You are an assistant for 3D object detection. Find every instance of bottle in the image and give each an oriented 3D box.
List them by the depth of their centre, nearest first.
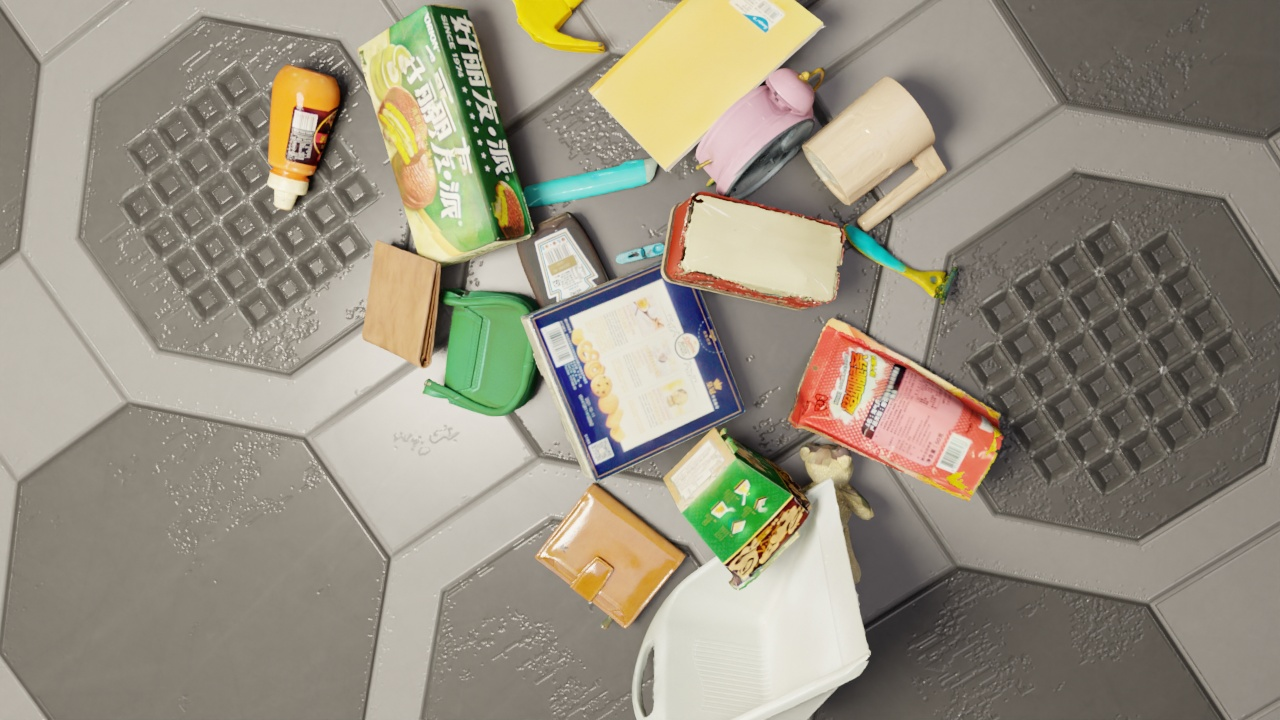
[{"bbox_3d":[-0.363,-0.232,0.971,0.067,0.066,0.149,18,103,2],"label":"bottle"},{"bbox_3d":[-0.063,-0.057,0.976,0.080,0.044,0.195,-24,95,1],"label":"bottle"}]

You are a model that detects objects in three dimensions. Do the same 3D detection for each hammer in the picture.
[{"bbox_3d":[-0.003,-0.435,0.941,0.301,0.033,0.129,-39,92,6],"label":"hammer"}]

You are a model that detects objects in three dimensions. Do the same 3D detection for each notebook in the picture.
[{"bbox_3d":[0.061,-0.304,0.927,0.206,0.010,0.146,-43,62,6],"label":"notebook"}]

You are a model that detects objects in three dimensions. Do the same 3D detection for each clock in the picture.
[{"bbox_3d":[0.125,-0.230,0.914,0.158,0.117,0.060,-40,81,7],"label":"clock"}]

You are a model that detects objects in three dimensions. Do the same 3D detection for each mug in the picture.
[{"bbox_3d":[0.240,-0.206,0.932,0.103,0.084,0.124,-38,119,7],"label":"mug"}]

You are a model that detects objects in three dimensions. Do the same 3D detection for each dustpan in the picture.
[{"bbox_3d":[0.091,0.266,0.905,0.142,0.222,0.258,12,126,-8],"label":"dustpan"}]

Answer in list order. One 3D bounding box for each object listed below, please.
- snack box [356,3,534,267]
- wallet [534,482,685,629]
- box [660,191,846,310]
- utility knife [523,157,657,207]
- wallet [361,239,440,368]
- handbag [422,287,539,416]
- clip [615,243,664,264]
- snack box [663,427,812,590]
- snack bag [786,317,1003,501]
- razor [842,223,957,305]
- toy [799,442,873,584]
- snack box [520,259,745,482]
[{"bbox_3d":[-0.199,-0.224,0.935,0.115,0.063,0.240,-12,96,37],"label":"snack box"},{"bbox_3d":[-0.037,0.219,1.009,0.130,0.035,0.119,38,91,0],"label":"wallet"},{"bbox_3d":[0.115,-0.106,0.914,0.168,0.080,0.091,11,85,-14],"label":"box"},{"bbox_3d":[-0.054,-0.189,0.978,0.151,0.013,0.029,-10,92,7],"label":"utility knife"},{"bbox_3d":[-0.252,-0.060,0.966,0.101,0.020,0.115,23,109,33],"label":"wallet"},{"bbox_3d":[-0.165,-0.009,0.974,0.120,0.068,0.131,9,96,3],"label":"handbag"},{"bbox_3d":[0.001,-0.114,0.978,0.057,0.047,0.014,-12,95,6],"label":"clip"},{"bbox_3d":[0.089,0.140,0.934,0.105,0.118,0.117,42,96,-21],"label":"snack box"},{"bbox_3d":[0.265,0.054,0.952,0.208,0.073,0.128,26,70,3],"label":"snack bag"},{"bbox_3d":[0.267,-0.105,0.958,0.132,0.028,0.043,29,73,-3],"label":"razor"},{"bbox_3d":[0.206,0.164,0.977,0.105,0.066,0.157,2,102,45],"label":"toy"},{"bbox_3d":[-0.006,0.006,0.944,0.182,0.046,0.178,-23,97,-17],"label":"snack box"}]
